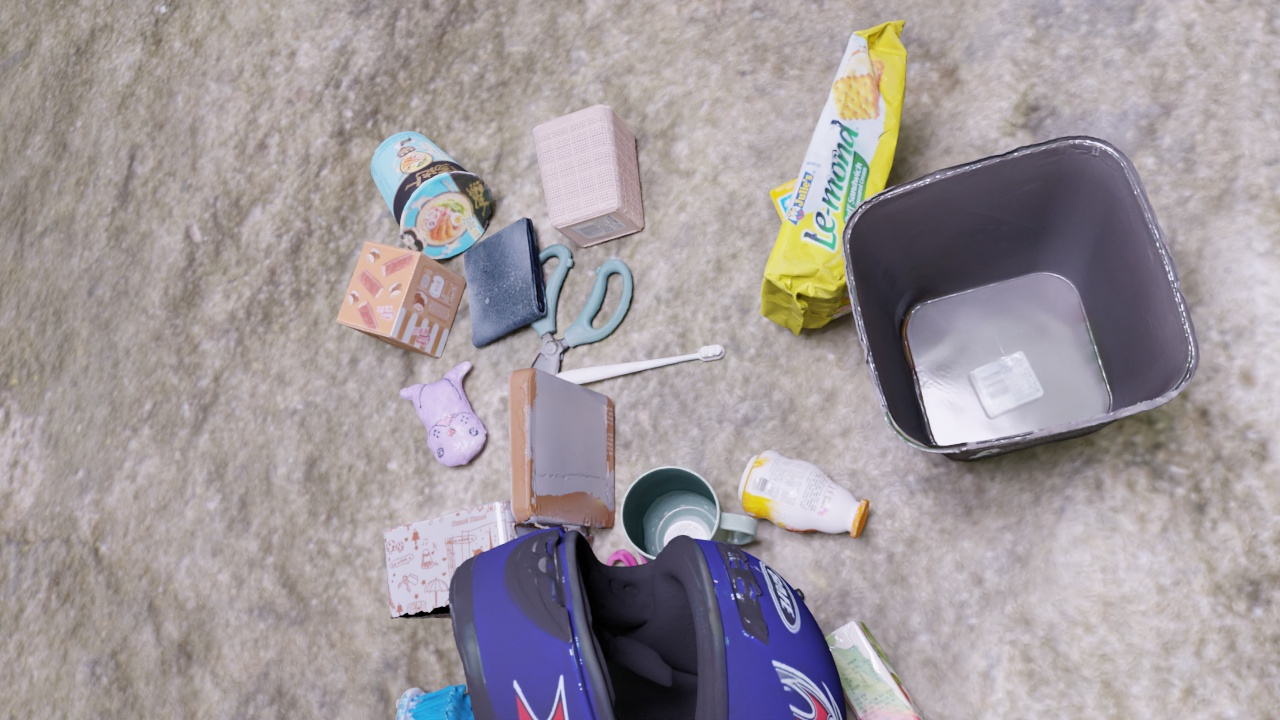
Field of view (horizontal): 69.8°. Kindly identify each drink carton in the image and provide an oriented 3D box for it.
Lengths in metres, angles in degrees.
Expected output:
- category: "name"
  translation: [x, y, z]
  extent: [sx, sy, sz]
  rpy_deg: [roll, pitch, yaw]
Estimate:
- category: "drink carton"
  translation: [0.194, 0.276, 0.748]
  extent: [0.045, 0.053, 0.122]
  rpy_deg: [-36, 66, 10]

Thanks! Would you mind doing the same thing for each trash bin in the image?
- category: "trash bin"
  translation: [0.278, -0.019, 0.700]
  extent: [0.199, 0.219, 0.198]
  rpy_deg: [-15, 71, 17]

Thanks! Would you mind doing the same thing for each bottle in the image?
- category: "bottle"
  translation: [0.143, 0.121, 0.802]
  extent: [0.108, 0.063, 0.063]
  rpy_deg: [18, 83, 25]

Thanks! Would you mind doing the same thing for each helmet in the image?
- category: "helmet"
  translation: [0.024, 0.244, 0.668]
  extent: [0.240, 0.316, 0.247]
  rpy_deg: [-18, 28, -2]

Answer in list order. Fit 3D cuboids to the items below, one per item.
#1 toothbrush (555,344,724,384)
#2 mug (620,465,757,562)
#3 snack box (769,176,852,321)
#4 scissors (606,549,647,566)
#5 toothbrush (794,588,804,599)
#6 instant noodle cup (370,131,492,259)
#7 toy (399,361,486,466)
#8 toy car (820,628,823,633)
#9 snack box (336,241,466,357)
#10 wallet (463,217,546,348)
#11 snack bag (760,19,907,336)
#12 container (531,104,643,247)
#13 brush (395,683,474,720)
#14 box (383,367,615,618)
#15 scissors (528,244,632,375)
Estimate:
- category: "toothbrush"
  translation: [-0.005, 0.005, 0.909]
  extent: [0.180, 0.016, 0.016]
  rpy_deg: [-10, 73, 15]
- category: "mug"
  translation: [0.048, 0.146, 0.806]
  extent: [0.112, 0.106, 0.082]
  rpy_deg: [1, 67, 14]
- category: "snack box"
  translation: [0.188, -0.117, 0.864]
  extent: [0.087, 0.033, 0.140]
  rpy_deg: [-25, 67, 14]
- category: "scissors"
  translation: [0.026, 0.225, 0.850]
  extent: [0.072, 0.017, 0.137]
  rpy_deg: [-35, 71, 1]
- category: "toothbrush"
  translation: [0.066, 0.255, 0.821]
  extent: [0.186, 0.012, 0.017]
  rpy_deg: [-32, 81, 7]
- category: "instant noodle cup"
  translation: [-0.240, -0.191, 1.015]
  extent: [0.111, 0.111, 0.120]
  rpy_deg: [-45, 58, 5]
- category: "toy"
  translation: [-0.199, 0.060, 0.967]
  extent: [0.084, 0.039, 0.108]
  rpy_deg: [-27, 67, 1]
- category: "toy car"
  translation: [0.125, 0.267, 0.788]
  extent: [0.042, 0.035, 0.090]
  rpy_deg: [18, 86, 26]
- category: "snack box"
  translation: [-0.256, -0.065, 0.991]
  extent: [0.077, 0.092, 0.094]
  rpy_deg: [14, 82, 24]
- category: "wallet"
  translation: [-0.149, -0.085, 0.984]
  extent: [0.097, 0.019, 0.120]
  rpy_deg: [-23, 65, 29]
- category: "snack bag"
  translation: [0.168, -0.142, 0.778]
  extent: [0.068, 0.158, 0.246]
  rpy_deg: [19, 83, 9]
- category: "container"
  translation: [-0.050, -0.186, 0.945]
  extent: [0.090, 0.090, 0.111]
  rpy_deg: [-14, 75, 17]
- category: "brush"
  translation: [-0.212, 0.466, 0.863]
  extent: [0.110, 0.060, 0.314]
  rpy_deg: [-6, 77, 26]
- category: "box"
  translation: [-0.129, 0.132, 0.844]
  extent: [0.158, 0.180, 0.217]
  rpy_deg: [-6, 76, 21]
- category: "scissors"
  translation: [-0.093, -0.045, 0.964]
  extent: [0.161, 0.019, 0.179]
  rpy_deg: [36, 92, 25]
